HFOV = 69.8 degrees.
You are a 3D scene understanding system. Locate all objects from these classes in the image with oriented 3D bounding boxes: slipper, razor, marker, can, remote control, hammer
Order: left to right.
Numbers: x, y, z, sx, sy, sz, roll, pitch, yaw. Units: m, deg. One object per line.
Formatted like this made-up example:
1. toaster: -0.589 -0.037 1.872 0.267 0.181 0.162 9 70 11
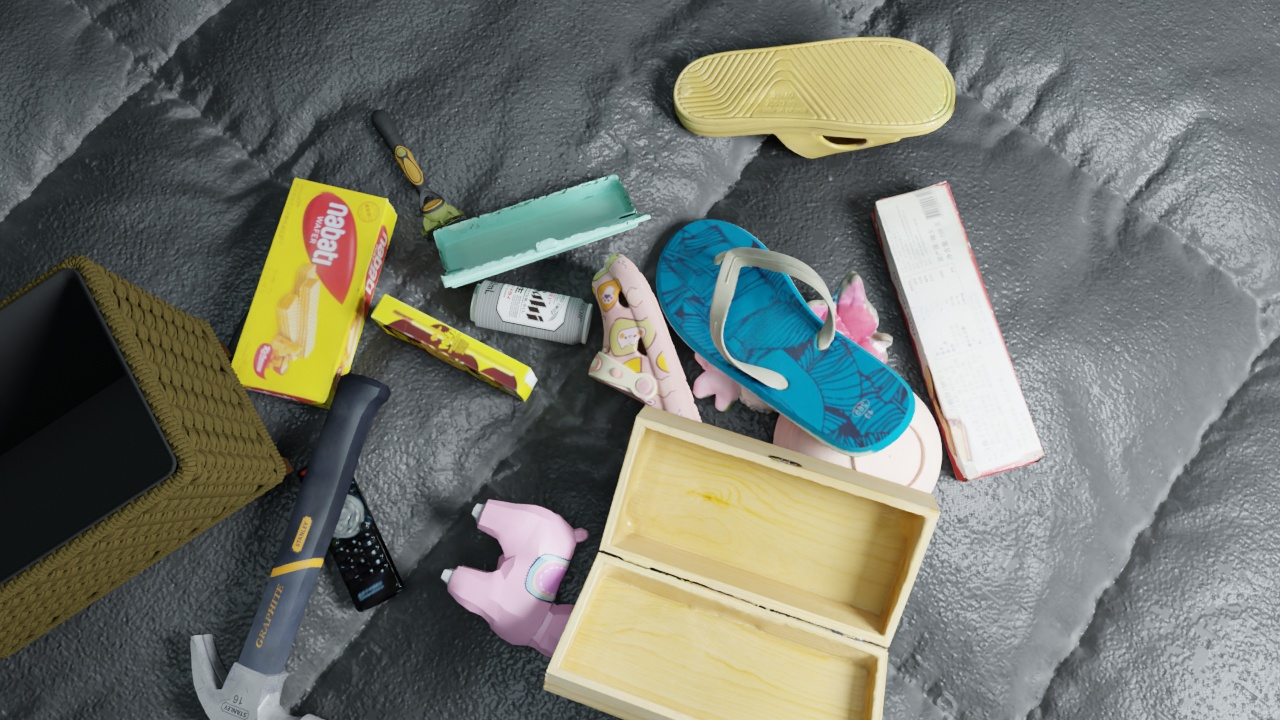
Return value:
1. marker: -0.382 0.010 0.838 0.018 0.015 0.133 28 76 -27
2. hammer: -0.282 0.163 0.784 0.139 0.035 0.312 16 81 14
3. remote control: -0.256 0.149 0.810 0.045 0.021 0.140 -30 76 1
4. razor: -0.222 -0.184 0.885 0.044 0.021 0.144 -30 78 -8
5. can: -0.100 -0.043 0.845 0.106 0.044 0.044 11 77 1
6. slipper: -0.005 0.005 0.820 0.081 0.093 0.197 -23 85 4
7. slipper: 0.109 -0.032 0.791 0.118 0.060 0.295 -42 58 -3
8. slipper: 0.164 -0.249 0.884 0.264 0.078 0.099 3 77 16

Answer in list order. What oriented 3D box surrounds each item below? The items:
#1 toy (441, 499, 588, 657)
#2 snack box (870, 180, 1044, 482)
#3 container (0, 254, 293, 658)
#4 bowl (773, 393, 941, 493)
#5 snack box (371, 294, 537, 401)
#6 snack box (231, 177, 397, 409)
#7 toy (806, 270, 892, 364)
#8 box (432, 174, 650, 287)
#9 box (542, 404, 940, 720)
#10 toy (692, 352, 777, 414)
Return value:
1. toy: -0.086 0.193 0.783 0.157 0.067 0.123 26 77 0
2. snack box: 0.291 -0.028 0.854 0.076 0.044 0.272 -16 78 1
3. container: -0.451 0.097 0.699 0.321 0.205 0.176 -32 80 2
4. bowl: 0.199 0.079 0.794 0.153 0.076 0.153 1 87 -12
5. snack box: -0.166 -0.010 0.827 0.149 0.061 0.025 27 79 4
6. snack box: -0.298 -0.062 0.843 0.092 0.042 0.200 14 78 2
7. toy: 0.192 -0.028 0.851 0.065 0.050 0.102 -28 107 7
8. box: -0.090 -0.111 0.829 0.187 0.055 0.138 -19 34 -5
9. box: 0.082 0.184 0.727 0.248 0.119 0.252 17 66 8
10. toy: 0.101 0.007 0.842 0.109 0.041 0.095 -4 90 1
